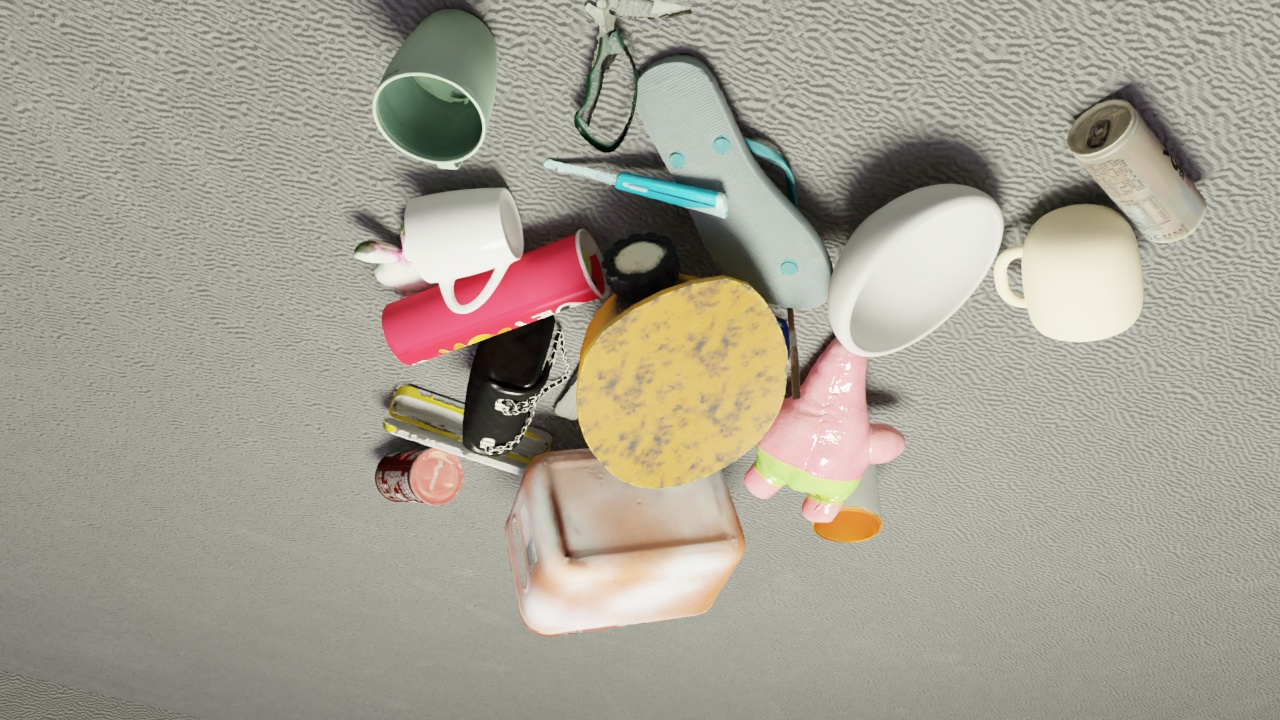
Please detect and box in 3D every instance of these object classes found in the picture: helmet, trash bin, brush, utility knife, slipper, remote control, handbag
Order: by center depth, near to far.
[{"bbox_3d":[-0.006,-0.154,0.807,0.177,0.015,0.022,15,133,19],"label":"utility knife"},{"bbox_3d":[0.083,-0.152,0.811,0.098,0.054,0.269,-19,124,34],"label":"slipper"},{"bbox_3d":[0.144,-0.028,0.872,0.008,0.142,0.045,-3,132,8],"label":"brush"},{"bbox_3d":[0.021,-0.006,0.883,0.205,0.131,0.256,-23,134,-7],"label":"helmet"},{"bbox_3d":[-0.130,0.030,0.996,0.114,0.124,0.154,18,140,-14],"label":"handbag"},{"bbox_3d":[-0.068,0.029,1.076,0.033,0.013,0.137,19,141,-13],"label":"remote control"},{"bbox_3d":[-0.018,0.210,1.123,0.259,0.181,0.158,-1,142,-21],"label":"trash bin"}]

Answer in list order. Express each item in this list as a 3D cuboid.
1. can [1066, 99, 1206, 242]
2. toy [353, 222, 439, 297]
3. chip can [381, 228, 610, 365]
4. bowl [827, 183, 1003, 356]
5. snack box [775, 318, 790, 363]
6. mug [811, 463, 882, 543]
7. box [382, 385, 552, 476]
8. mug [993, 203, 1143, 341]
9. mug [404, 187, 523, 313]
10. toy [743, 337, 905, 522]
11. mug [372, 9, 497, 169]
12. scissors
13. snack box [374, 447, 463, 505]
[{"bbox_3d":[0.409,-0.152,0.752,0.135,0.054,0.054,33,134,-29],"label":"can"},{"bbox_3d":[-0.234,-0.094,0.925,0.079,0.038,0.123,-11,149,0],"label":"toy"},{"bbox_3d":[-0.144,-0.059,0.906,0.221,0.069,0.069,-18,136,16],"label":"chip can"},{"bbox_3d":[0.233,-0.089,0.819,0.176,0.066,0.177,-22,142,-19],"label":"bowl"},{"bbox_3d":[0.088,0.026,1.018,0.056,0.057,0.207,19,139,-17],"label":"snack box"},{"bbox_3d":[0.248,0.157,1.117,0.082,0.105,0.082,4,142,3],"label":"mug"},{"bbox_3d":[-0.216,0.095,1.151,0.210,0.070,0.067,21,160,-19],"label":"box"},{"bbox_3d":[0.376,-0.083,0.813,0.120,0.096,0.100,-3,134,30],"label":"mug"},{"bbox_3d":[-0.158,-0.102,0.853,0.088,0.114,0.081,-9,-178,10],"label":"mug"},{"bbox_3d":[0.200,0.069,1.023,0.192,0.096,0.237,21,122,12],"label":"toy"},{"bbox_3d":[-0.152,-0.207,0.721,0.084,0.103,0.111,4,141,3],"label":"mug"},{"bbox_3d":[-0.061,-0.252,0.713,0.202,0.015,0.204,9,138,4],"label":"scissors"},{"bbox_3d":[-0.286,0.149,1.180,0.072,0.072,0.122,33,155,-30],"label":"snack box"}]
